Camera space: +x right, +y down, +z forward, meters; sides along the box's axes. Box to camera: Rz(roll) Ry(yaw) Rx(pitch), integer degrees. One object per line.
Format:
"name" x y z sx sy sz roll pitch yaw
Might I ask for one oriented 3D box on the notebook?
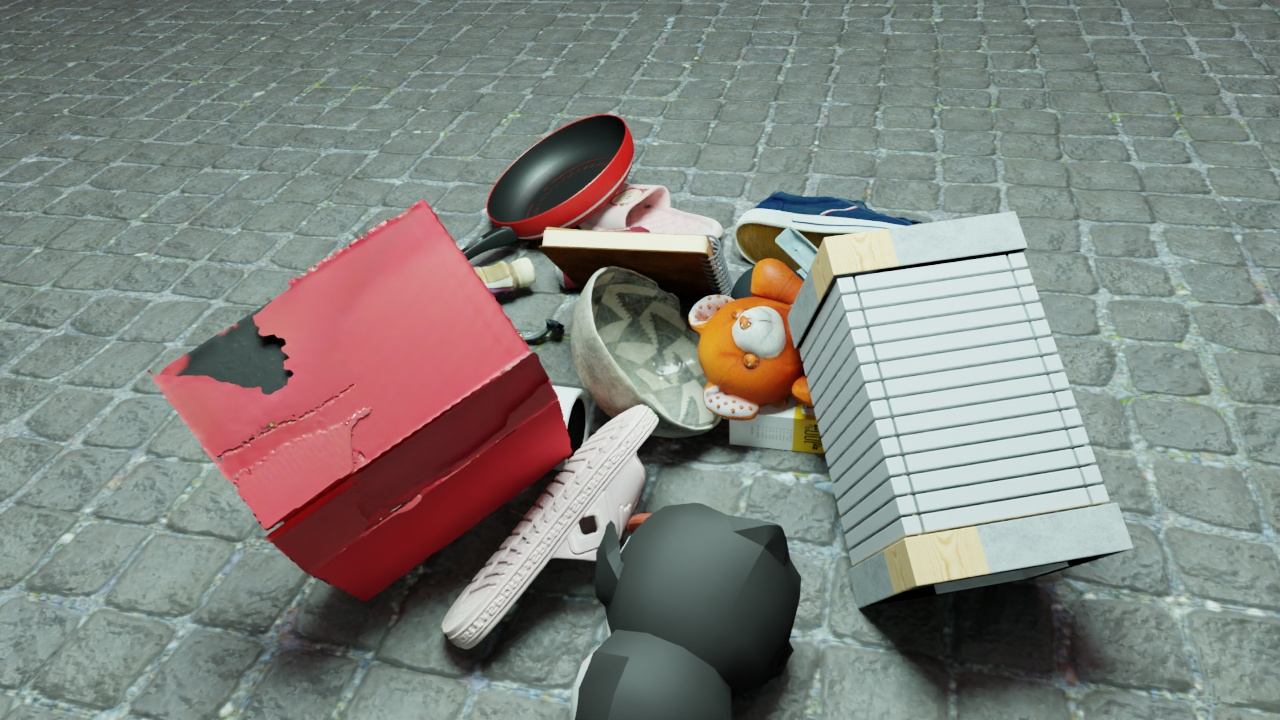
"notebook" 0.006 -0.091 0.934 0.167 0.225 0.024 4 82 10

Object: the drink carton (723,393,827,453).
"drink carton" 0.140 0.049 0.850 0.122 0.040 0.058 5 39 12

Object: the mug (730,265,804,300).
"mug" 0.158 -0.043 0.944 0.121 0.085 0.094 12 31 -26

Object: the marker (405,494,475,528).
"marker" -0.201 0.123 0.814 0.139 0.016 0.022 19 75 26

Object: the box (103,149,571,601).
"box" -0.173 0.042 0.641 0.210 0.319 0.121 -35 47 -12

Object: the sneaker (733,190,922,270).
"sneaker" 0.260 -0.140 1.031 0.295 0.121 0.127 20 57 33

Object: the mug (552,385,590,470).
"mug" -0.096 0.056 0.850 0.090 0.073 0.105 6 13 13

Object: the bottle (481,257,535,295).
"bottle" -0.200 -0.079 1.035 0.165 0.060 0.059 -19 40 -18

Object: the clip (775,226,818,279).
"clip" 0.211 -0.063 0.982 0.030 0.158 0.174 -42 80 5

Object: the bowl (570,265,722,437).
"bowl" -0.005 0.005 0.861 0.081 0.178 0.178 -39 26 29

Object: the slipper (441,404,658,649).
"slipper" -0.054 0.134 0.717 0.238 0.064 0.094 -49 9 -20

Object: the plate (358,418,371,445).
"plate" -0.250 -0.005 0.936 0.230 0.021 0.229 -1 59 2

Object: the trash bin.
"trash bin" 0.218 0.040 0.681 0.142 0.143 0.246 -8 70 -5

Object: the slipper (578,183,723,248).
"slipper" 0.004 -0.178 1.144 0.222 0.056 0.106 26 49 34

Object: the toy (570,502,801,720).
"toy" 0.027 0.193 0.601 0.159 0.140 0.183 36 55 -8

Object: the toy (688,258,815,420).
"toy" 0.134 -0.019 0.824 0.172 0.093 0.163 -10 62 0

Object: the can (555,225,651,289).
"can" -0.042 -0.120 1.068 0.114 0.063 0.063 -7 38 -3

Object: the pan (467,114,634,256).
"pan" -0.143 -0.181 1.143 0.209 0.067 0.355 12 57 47

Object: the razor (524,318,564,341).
"razor" -0.155 -0.026 0.996 0.144 0.022 0.043 -7 -4 4
